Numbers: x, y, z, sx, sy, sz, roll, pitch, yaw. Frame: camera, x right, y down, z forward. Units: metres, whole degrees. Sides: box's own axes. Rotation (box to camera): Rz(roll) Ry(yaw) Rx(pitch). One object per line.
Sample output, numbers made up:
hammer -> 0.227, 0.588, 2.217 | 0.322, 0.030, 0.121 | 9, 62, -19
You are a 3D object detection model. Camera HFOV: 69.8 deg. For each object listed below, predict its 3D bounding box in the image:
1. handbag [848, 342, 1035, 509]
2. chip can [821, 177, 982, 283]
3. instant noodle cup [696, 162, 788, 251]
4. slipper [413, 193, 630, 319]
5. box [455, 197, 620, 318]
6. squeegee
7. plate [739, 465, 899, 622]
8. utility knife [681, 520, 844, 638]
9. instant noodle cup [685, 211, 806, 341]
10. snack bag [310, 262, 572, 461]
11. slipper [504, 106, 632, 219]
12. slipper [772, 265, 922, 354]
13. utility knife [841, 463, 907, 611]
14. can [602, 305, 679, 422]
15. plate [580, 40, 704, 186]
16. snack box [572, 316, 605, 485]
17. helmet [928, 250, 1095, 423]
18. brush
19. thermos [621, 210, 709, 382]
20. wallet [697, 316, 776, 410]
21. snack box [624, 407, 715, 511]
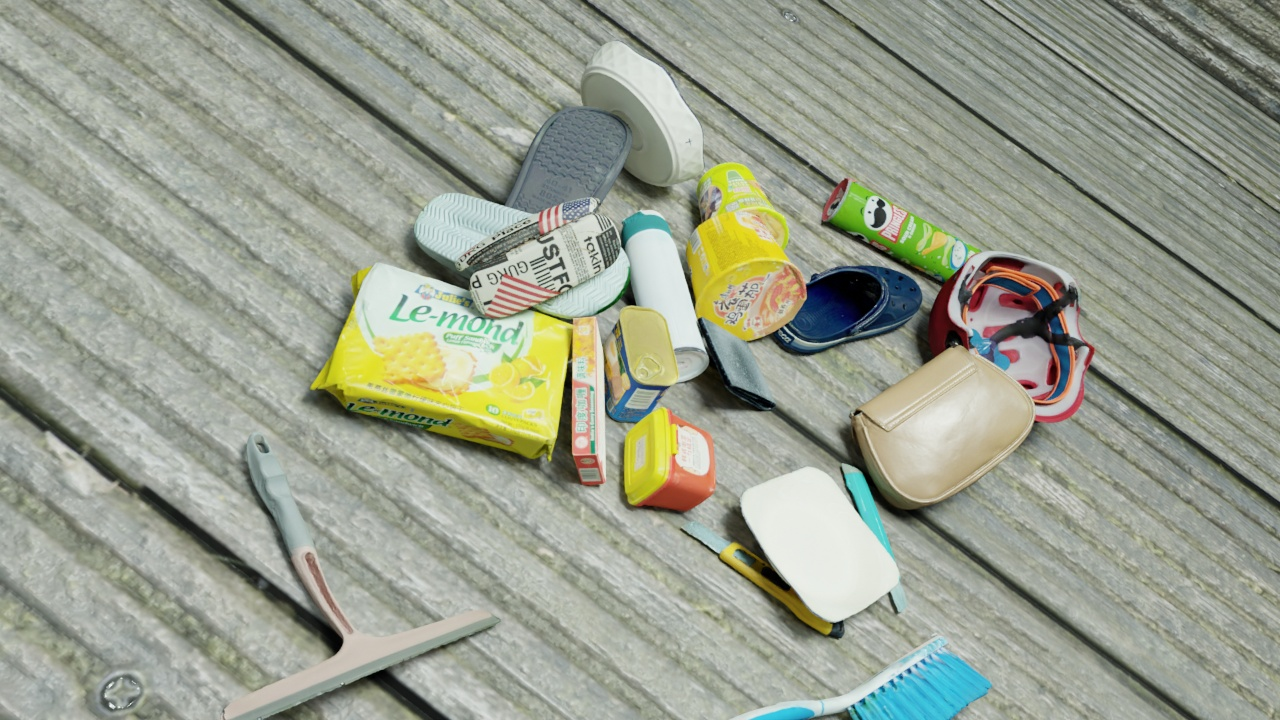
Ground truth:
handbag -> 0.355, 0.082, 1.095 | 0.204, 0.100, 0.147 | -31, 77, -10
chip can -> 0.388, -0.186, 1.358 | 0.236, 0.072, 0.072 | 26, 48, -8
instant noodle cup -> 0.126, -0.196, 1.212 | 0.111, 0.112, 0.123 | 7, 46, -23
slipper -> -0.132, -0.109, 1.004 | 0.245, 0.074, 0.104 | 21, 74, 10
box -> -0.106, -0.112, 0.939 | 0.162, 0.076, 0.086 | -27, 38, -7
squeegee -> -0.278, 0.163, 0.771 | 0.247, 0.040, 0.249 | -7, 53, -50
plate -> 0.183, 0.196, 0.973 | 0.164, 0.034, 0.163 | -11, 57, -44
utility knife -> 0.128, 0.224, 0.949 | 0.202, 0.015, 0.033 | 34, 45, 1
instant noodle cup -> 0.120, -0.107, 1.125 | 0.138, 0.138, 0.109 | 6, 45, -24
snack bag -> -0.185, 0.006, 0.918 | 0.246, 0.068, 0.157 | 18, 50, -15
slipper -> -0.103, -0.197, 1.116 | 0.110, 0.083, 0.267 | 27, 66, -4
slipper -> 0.277, -0.083, 1.209 | 0.252, 0.095, 0.105 | -18, 68, -32
utility knife -> 0.266, 0.198, 1.041 | 0.029, 0.013, 0.182 | 2, 54, -22
can -> -0.006, 0.006, 0.999 | 0.057, 0.083, 0.102 | 4, 54, -24
plate -> -0.004, -0.307, 1.175 | 0.045, 0.205, 0.205 | -43, 80, -16
snack box -> -0.052, 0.041, 0.940 | 0.027, 0.077, 0.155 | -4, 60, 2
helmet -> 0.481, -0.017, 1.233 | 0.206, 0.144, 0.239 | 4, 71, -17
brush -> 0.203, 0.340, 0.878 | 0.313, 0.061, 0.109 | -17, 59, -33
thermos -> 0.025, -0.083, 1.097 | 0.073, 0.073, 0.224 | 4, 54, -25
wallet -> 0.112, 0.004, 1.070 | 0.120, 0.019, 0.097 | 26, 36, -54
snack box -> 0.033, 0.106, 0.948 | 0.080, 0.082, 0.091 | 21, 49, -25
